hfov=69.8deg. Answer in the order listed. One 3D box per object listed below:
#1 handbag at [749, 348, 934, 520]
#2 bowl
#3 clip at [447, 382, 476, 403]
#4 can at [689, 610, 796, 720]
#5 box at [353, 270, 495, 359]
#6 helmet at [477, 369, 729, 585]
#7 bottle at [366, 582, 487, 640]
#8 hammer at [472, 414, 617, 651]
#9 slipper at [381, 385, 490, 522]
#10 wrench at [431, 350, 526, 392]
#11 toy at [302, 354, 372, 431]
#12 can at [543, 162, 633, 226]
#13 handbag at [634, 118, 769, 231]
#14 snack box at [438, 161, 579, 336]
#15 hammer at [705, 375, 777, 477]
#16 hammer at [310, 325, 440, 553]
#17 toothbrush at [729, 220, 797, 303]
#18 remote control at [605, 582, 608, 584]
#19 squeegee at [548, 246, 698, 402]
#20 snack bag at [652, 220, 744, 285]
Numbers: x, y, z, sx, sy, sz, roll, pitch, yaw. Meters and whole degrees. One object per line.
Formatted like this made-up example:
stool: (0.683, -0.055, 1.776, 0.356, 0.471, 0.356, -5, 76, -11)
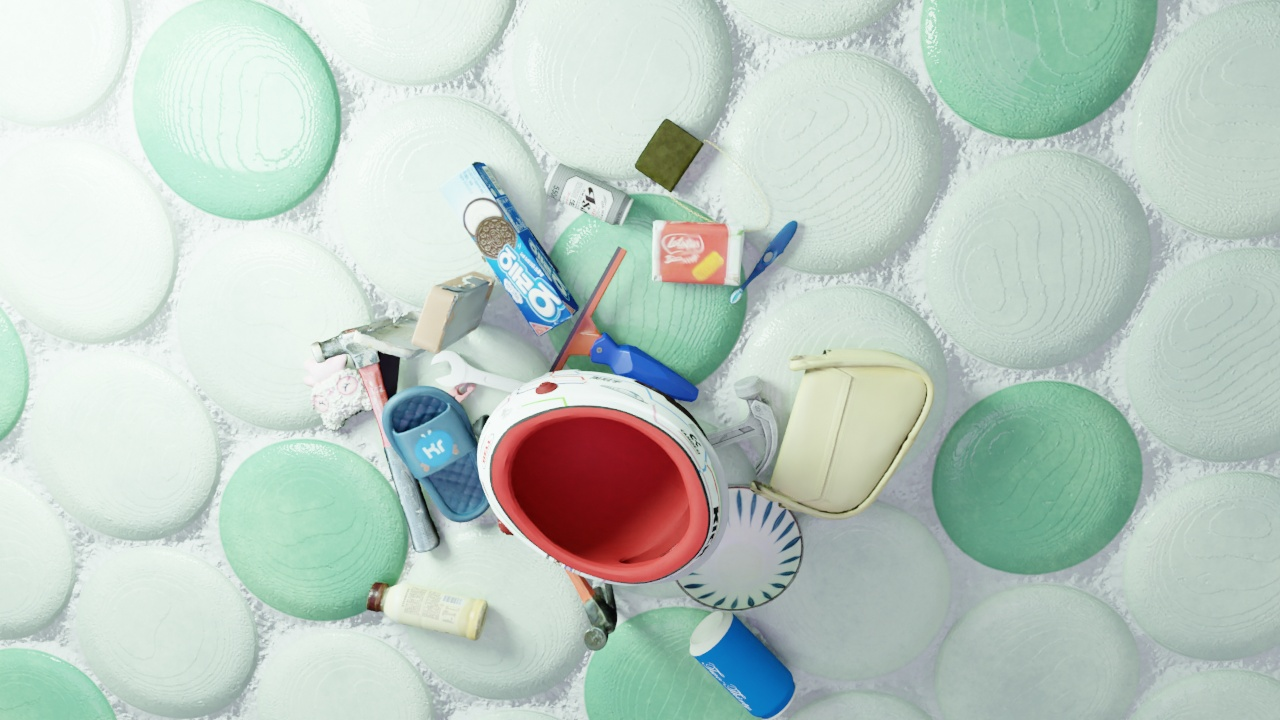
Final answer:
handbag: (0.257, 0.093, 1.169, 0.191, 0.088, 0.233, 17, 100, 2)
bowl: (0.128, 0.258, 1.209, 0.177, 0.177, 0.071, -11, 142, 6)
clip: (-0.249, 0.043, 1.227, 0.058, 0.022, 0.037, -39, 93, 5)
can: (0.140, 0.416, 1.255, 0.079, 0.079, 0.146, -42, 97, 11)
box: (-0.251, -0.062, 1.102, 0.096, 0.216, 0.105, 28, 100, -2)
helmet: (-0.036, 0.134, 1.089, 0.315, 0.235, 0.231, 18, 96, 15)
bottle: (-0.298, 0.346, 1.281, 0.162, 0.056, 0.056, 12, 103, 1)
hammer: (-0.128, 0.218, 1.219, 0.033, 0.133, 0.333, -32, 90, 11)
slipper: (-0.256, 0.125, 1.205, 0.103, 0.059, 0.214, -32, 116, -15)
wrench: (-0.143, 0.040, 1.213, 0.273, 0.009, 0.047, 15, 87, -3)
toy: (-0.409, 0.035, 1.227, 0.096, 0.041, 0.109, -30, 95, 11)
can: (-0.065, -0.206, 1.144, 0.106, 0.044, 0.044, 24, 103, -2)
handbag: (0.084, -0.222, 1.145, 0.178, 0.027, 0.084, 33, 105, -9)
snack box: (-0.164, -0.141, 1.158, 0.059, 0.059, 0.226, -31, 100, 13)
hammer: (0.029, 0.129, 1.222, 0.316, 0.036, 0.126, -19, 103, 9)
hammer: (-0.320, 0.107, 1.224, 0.140, 0.036, 0.326, -18, 109, -18)
toothbrush: (0.156, -0.123, 1.162, 0.021, 0.016, 0.132, 36, 103, -8)
remote control: (-0.005, 0.257, 1.249, 0.010, 0.039, 0.125, 43, 103, -2)
squeegee: (-0.007, 0.007, 1.184, 0.184, 0.055, 0.250, 27, 103, -14)
snack bag: (0.072, -0.135, 1.152, 0.116, 0.036, 0.077, 3, 109, 3)
